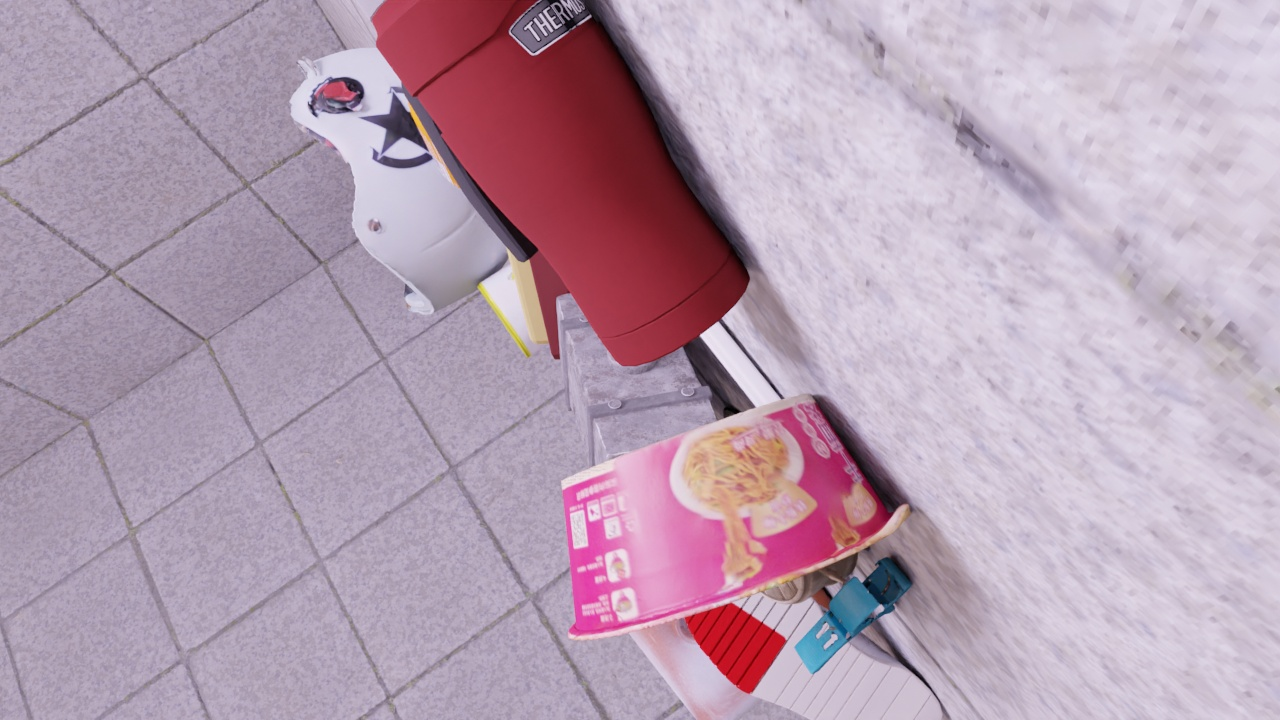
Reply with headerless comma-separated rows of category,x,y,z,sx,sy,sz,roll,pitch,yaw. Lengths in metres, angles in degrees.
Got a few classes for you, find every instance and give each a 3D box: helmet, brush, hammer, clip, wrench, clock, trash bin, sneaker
helmet,-0.207,-0.188,0.870,0.264,0.163,0.237,60,172,17
brush,-0.071,-0.076,0.701,0.174,0.042,0.082,83,-174,-50
hammer,-0.005,0.116,0.702,0.176,0.079,0.327,-112,16,-48
clip,0.145,0.149,0.573,0.027,0.103,0.120,48,165,23
wrench,0.045,-0.015,0.555,0.273,0.018,0.066,52,173,12
clock,0.081,0.119,0.612,0.093,0.054,0.141,60,151,4
trash bin,0.084,0.258,0.966,0.157,0.181,0.260,52,173,7
sneaker,0.124,0.224,0.739,0.236,0.090,0.104,34,-179,-8

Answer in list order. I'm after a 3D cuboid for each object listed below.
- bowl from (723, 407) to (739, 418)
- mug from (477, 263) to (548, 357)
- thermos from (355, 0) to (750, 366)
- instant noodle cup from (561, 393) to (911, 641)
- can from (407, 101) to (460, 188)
bowl,0.098,0.111,0.714,0.157,0.038,0.157,54,174,8
mug,-0.085,-0.065,0.854,0.082,0.106,0.082,54,175,7
thermos,-0.043,-0.095,0.414,0.108,0.083,0.198,-17,116,45
instant noodle cup,0.035,0.074,0.471,0.179,0.178,0.077,96,155,-81
can,-0.116,-0.171,0.646,0.079,0.079,0.142,55,174,1
